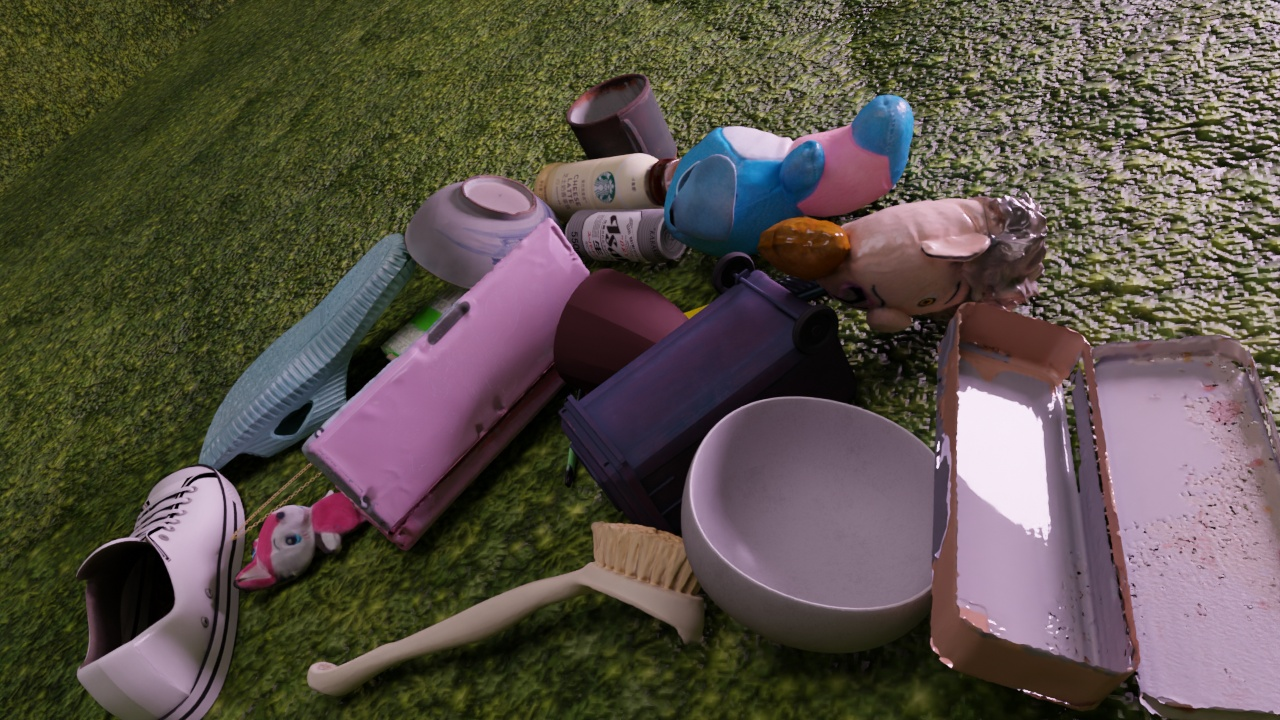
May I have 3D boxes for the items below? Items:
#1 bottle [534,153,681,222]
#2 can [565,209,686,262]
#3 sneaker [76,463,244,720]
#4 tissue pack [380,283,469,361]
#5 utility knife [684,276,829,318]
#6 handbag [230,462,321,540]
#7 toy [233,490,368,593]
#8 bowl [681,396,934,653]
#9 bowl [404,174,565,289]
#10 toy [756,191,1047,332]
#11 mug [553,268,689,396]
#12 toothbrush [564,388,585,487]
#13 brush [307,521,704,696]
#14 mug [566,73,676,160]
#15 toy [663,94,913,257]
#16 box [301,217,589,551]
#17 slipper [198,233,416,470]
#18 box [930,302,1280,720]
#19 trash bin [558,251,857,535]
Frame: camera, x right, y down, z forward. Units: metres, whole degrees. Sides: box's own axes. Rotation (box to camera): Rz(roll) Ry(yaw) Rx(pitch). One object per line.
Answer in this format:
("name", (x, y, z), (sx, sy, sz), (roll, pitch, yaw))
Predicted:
("bottle", (-0.024, -0.154, 0.822), (0.162, 0.056, 0.056), (6, 49, 44))
("can", (-0.014, -0.106, 0.779), (0.107, 0.044, 0.043), (7, 50, 39))
("sneaker", (-0.361, 0.152, 0.670), (0.091, 0.097, 0.245), (-28, 37, 2))
("tissue pack", (-0.167, -0.020, 0.792), (0.099, 0.034, 0.114), (-45, 38, -18))
("utility knife", (0.116, -0.051, 0.648), (0.198, 0.020, 0.028), (-21, 39, 15))
("handbag", (-0.244, 0.080, 0.714), (0.178, 0.027, 0.084), (-41, 1, -5))
("toy", (-0.252, 0.123, 0.675), (0.102, 0.050, 0.065), (-27, 32, -4))
("bowl", (0.085, 0.086, 0.456), (0.132, 0.064, 0.131), (2, 42, -2))
("bowl", (-0.126, -0.121, 0.796), (0.150, 0.057, 0.150), (12, 35, -9))
("toy", (0.153, -0.054, 0.531), (0.176, 0.133, 0.076), (3, 80, -12))
("mug", (-0.004, 0.004, 0.631), (0.088, 0.087, 0.114), (23, 91, 27))
("toothbrush", (-0.040, 0.020, 0.677), (0.017, 0.014, 0.187), (-10, 41, 13))
("brush", (-0.082, 0.150, 0.523), (0.273, 0.062, 0.077), (-20, 53, 20))
("mug", (-0.011, -0.208, 0.864), (0.085, 0.081, 0.111), (-30, 37, 0))
("toy", (0.110, -0.142, 0.700), (0.192, 0.099, 0.223), (-17, 11, 14))
("box", (-0.132, 0.004, 0.650), (0.232, 0.115, 0.099), (-46, 40, -18))
("slipper", (-0.285, 0.000, 0.820), (0.276, 0.069, 0.116), (-45, 33, 3))
("box", (0.212, 0.056, 0.417), (0.157, 0.063, 0.215), (0, 39, 19))
("trash bin", (0.038, 0.025, 0.551), (0.160, 0.092, 0.094), (-37, 37, -7))
